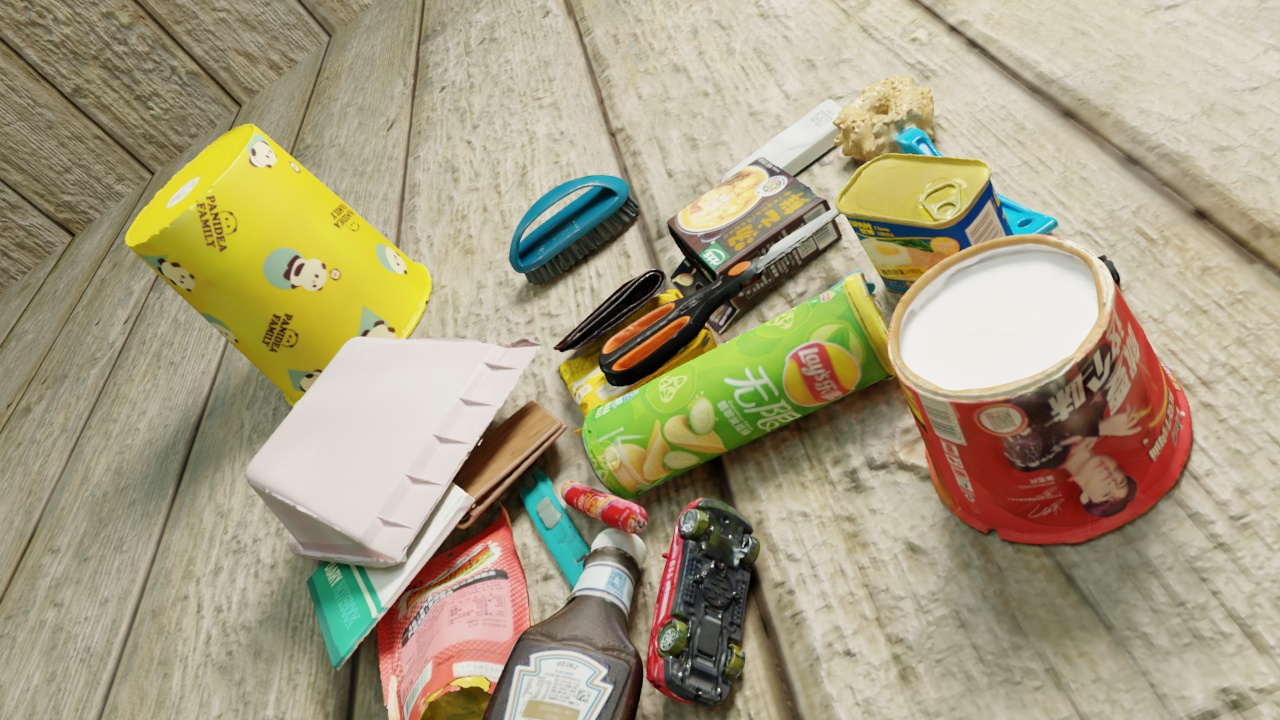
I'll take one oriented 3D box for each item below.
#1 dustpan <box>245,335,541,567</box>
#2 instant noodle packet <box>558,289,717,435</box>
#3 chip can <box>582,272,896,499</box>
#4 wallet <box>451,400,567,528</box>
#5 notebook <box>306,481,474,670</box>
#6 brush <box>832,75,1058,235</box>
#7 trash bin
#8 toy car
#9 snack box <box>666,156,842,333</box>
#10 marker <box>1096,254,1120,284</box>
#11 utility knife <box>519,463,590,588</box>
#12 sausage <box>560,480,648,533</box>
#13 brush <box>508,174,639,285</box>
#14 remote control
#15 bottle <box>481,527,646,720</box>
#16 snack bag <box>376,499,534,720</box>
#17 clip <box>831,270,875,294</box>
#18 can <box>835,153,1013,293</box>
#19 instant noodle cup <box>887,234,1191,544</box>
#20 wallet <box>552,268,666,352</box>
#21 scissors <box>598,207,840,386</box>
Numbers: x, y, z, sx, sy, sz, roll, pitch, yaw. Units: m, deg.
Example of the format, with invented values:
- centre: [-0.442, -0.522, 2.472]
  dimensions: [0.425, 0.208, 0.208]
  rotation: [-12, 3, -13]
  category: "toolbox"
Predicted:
- centre: [-0.214, 0.087, 0.815]
  dimensions: [0.274, 0.139, 0.222]
  rotation: [13, 55, 31]
  category: "dustpan"
- centre: [-0.004, 0.004, 0.727]
  dimensions: [0.128, 0.044, 0.110]
  rotation: [-35, 29, 2]
  category: "instant noodle packet"
- centre: [0.064, 0.022, 0.620]
  dimensions: [0.222, 0.072, 0.072]
  rotation: [-28, 37, 18]
  category: "chip can"
- centre: [-0.115, 0.081, 0.750]
  dimensions: [0.115, 0.020, 0.101]
  rotation: [-44, 19, -9]
  category: "wallet"
- centre: [-0.207, 0.150, 0.738]
  dimensions: [0.150, 0.012, 0.209]
  rotation: [-52, 21, -13]
  category: "notebook"
- centre: [0.225, -0.151, 0.693]
  dimensions: [0.083, 0.046, 0.254]
  rotation: [-33, 40, 4]
  category: "brush"
- centre: [-0.408, -0.109, 1.040]
  dimensions: [0.230, 0.255, 0.229]
  rotation: [-24, 39, 21]
  category: "trash bin"
- centre: [0.034, 0.140, 0.539]
  dimensions: [0.045, 0.053, 0.120]
  rotation: [-30, 36, 50]
  category: "toy car"
- centre: [0.083, -0.099, 0.758]
  dimensions: [0.125, 0.053, 0.113]
  rotation: [-35, 35, 0]
  category: "snack box"
- centre: [0.229, -0.035, 0.576]
  dimensions: [0.131, 0.018, 0.022]
  rotation: [-19, 45, 27]
  category: "marker"
- centre: [-0.060, 0.125, 0.675]
  dimensions: [0.029, 0.013, 0.171]
  rotation: [-44, 35, -1]
  category: "utility knife"
- centre: [-0.029, 0.100, 0.633]
  dimensions: [0.020, 0.020, 0.156]
  rotation: [-51, 17, -15]
  category: "sausage"
- centre: [-0.074, -0.138, 0.917]
  dimensions: [0.144, 0.073, 0.055]
  rotation: [-34, 41, 9]
  category: "brush"
- centre: [0.130, -0.185, 0.823]
  dimensions: [0.125, 0.024, 0.049]
  rotation: [-35, 36, 6]
  category: "remote control"
- centre: [-0.036, 0.177, 0.537]
  dimensions: [0.080, 0.044, 0.194]
  rotation: [9, 35, 11]
  category: "bottle"
- centre: [-0.128, 0.187, 0.635]
  dimensions: [0.128, 0.073, 0.208]
  rotation: [-34, 27, -2]
  category: "snack bag"
- centre: [0.143, -0.044, 0.668]
  dimensions: [0.057, 0.014, 0.046]
  rotation: [-36, 38, 5]
  category: "clip"
- centre: [0.192, -0.086, 0.607]
  dimensions: [0.057, 0.083, 0.102]
  rotation: [-51, 37, -14]
  category: "can"
- centre: [0.200, 0.010, 0.476]
  dimensions: [0.138, 0.108, 0.137]
  rotation: [-24, 39, 21]
  category: "instant noodle cup"
- centre: [-0.029, -0.039, 0.768]
  dimensions: [0.096, 0.020, 0.122]
  rotation: [-38, 6, -9]
  category: "wallet"
- centre: [0.070, -0.048, 0.660]
  dimensions: [0.235, 0.022, 0.124]
  rotation: [-28, 22, 16]
  category: "scissors"
